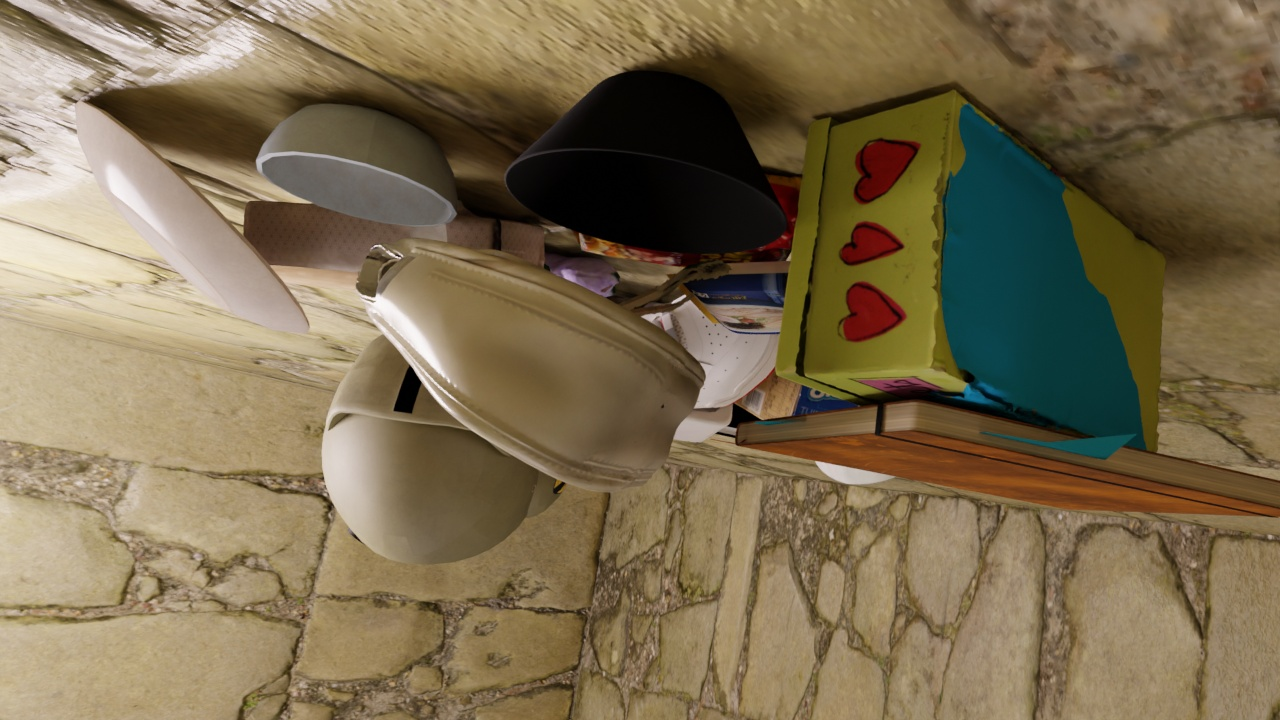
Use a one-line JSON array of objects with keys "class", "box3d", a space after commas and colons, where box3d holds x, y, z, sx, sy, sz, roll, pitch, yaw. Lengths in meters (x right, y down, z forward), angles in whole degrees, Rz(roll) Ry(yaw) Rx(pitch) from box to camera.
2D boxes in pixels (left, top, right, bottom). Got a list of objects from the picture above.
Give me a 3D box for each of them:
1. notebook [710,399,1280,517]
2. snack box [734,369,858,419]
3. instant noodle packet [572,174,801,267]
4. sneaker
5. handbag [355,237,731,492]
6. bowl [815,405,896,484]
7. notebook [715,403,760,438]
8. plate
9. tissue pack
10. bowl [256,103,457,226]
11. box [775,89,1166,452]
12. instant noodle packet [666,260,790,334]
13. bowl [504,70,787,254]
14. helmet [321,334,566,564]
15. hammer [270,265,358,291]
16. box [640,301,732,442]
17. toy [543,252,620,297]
[{"class": "notebook", "box3d": [0.184, 0.052, 0.463, 0.249, 0.014, 0.179, 12, 169, -18]}, {"class": "snack box", "box3d": [0.117, 0.018, 0.800, 0.056, 0.057, 0.207, 13, -173, -16]}, {"class": "instant noodle packet", "box3d": [0.023, -0.080, 0.513, 0.135, 0.039, 0.099, 8, 167, -1]}, {"class": "sneaker", "box3d": [-0.004, 0.004, 0.684, 0.237, 0.090, 0.104, -22, 169, 41]}, {"class": "handbag", "box3d": [-0.038, -0.017, 0.527, 0.184, 0.132, 0.229, 29, 177, 29]}, {"class": "bowl", "box3d": [0.195, 0.045, 0.803, 0.117, 0.116, 0.066, 2, 136, 41]}, {"class": "notebook", "box3d": [0.029, 0.018, 0.901, 0.206, 0.016, 0.149, 13, -152, -21]}, {"class": "plate", "box3d": [-0.290, -0.078, 0.582, 0.189, 0.027, 0.189, 36, 159, 16]}, {"class": "tissue pack", "box3d": [-0.163, -0.088, 0.612, 0.181, 0.071, 0.103, 9, -174, 14]}, {"class": "bowl", "box3d": [-0.150, -0.110, 0.502, 0.106, 0.039, 0.106, 10, 171, 1]}, {"class": "box", "box3d": [0.166, -0.025, 0.438, 0.220, 0.124, 0.082, 15, 167, -38]}, {"class": "instant noodle packet", "box3d": [0.092, -0.037, 0.529, 0.134, 0.026, 0.087, 0, 163, 23]}, {"class": "bowl", "box3d": [0.006, -0.092, 0.406, 0.124, 0.052, 0.124, 10, 171, 1]}, {"class": "helmet", "box3d": [-0.195, 0.071, 0.905, 0.250, 0.255, 0.233, 7, 174, 7]}, {"class": "hammer", "box3d": [-0.267, -0.075, 0.827, 0.323, 0.051, 0.117, 8, 171, 26]}, {"class": "box", "box3d": [0.045, -0.003, 0.782, 0.103, 0.109, 0.130, 16, 151, -23]}, {"class": "toy", "box3d": [-0.065, -0.065, 0.689, 0.099, 0.036, 0.080, 11, 175, -5]}]
